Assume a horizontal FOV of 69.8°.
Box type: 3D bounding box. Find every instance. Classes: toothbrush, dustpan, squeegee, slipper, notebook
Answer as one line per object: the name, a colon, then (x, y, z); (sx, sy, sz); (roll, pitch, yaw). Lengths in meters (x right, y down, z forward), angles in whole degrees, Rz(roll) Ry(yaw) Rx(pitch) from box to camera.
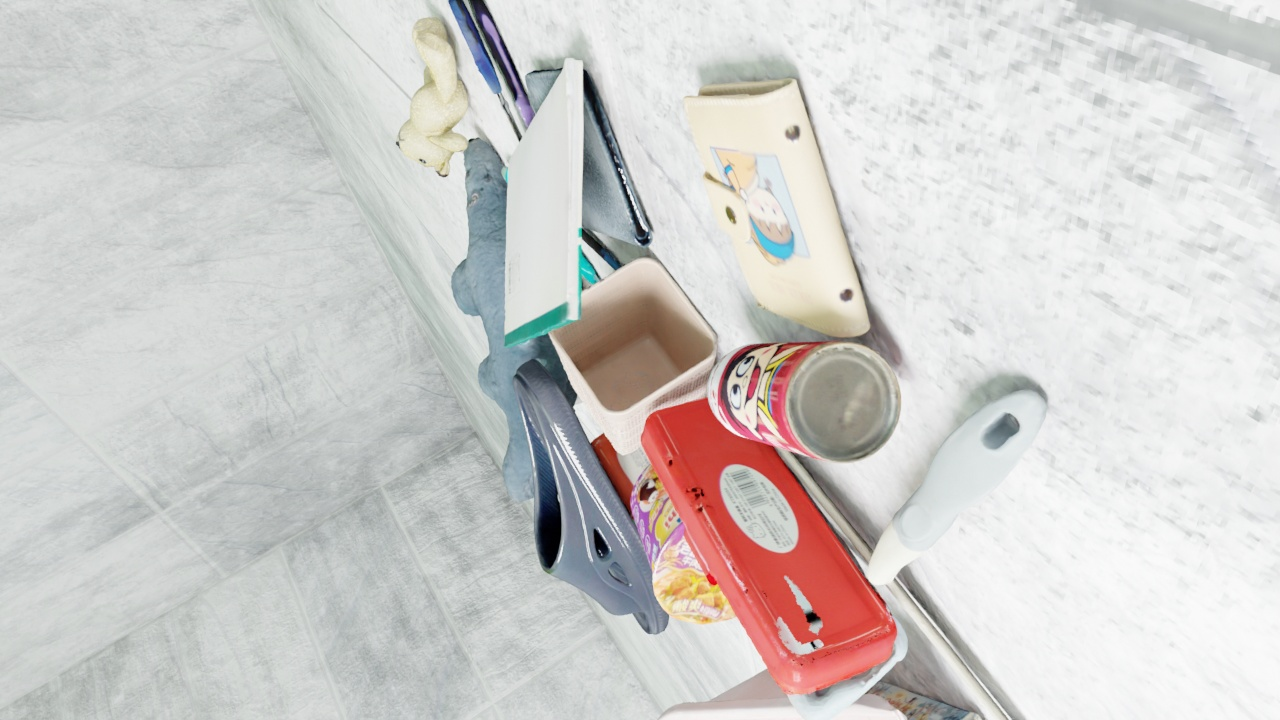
toothbrush: (-0.108, -0.234, 0.666); (0.189, 0.014, 0.017); (65, 172, -23)
dustpan: (0.112, 0.329, 0.622); (0.222, 0.138, 0.274); (61, 168, 0)
squeegee: (0.132, 0.080, 0.433); (0.246, 0.039, 0.247); (53, 164, 23)
slipper: (-0.061, 0.128, 0.774); (0.268, 0.083, 0.111); (67, 166, -21)
notebook: (-0.069, -0.090, 0.611); (0.209, 0.012, 0.150); (169, 102, -72)
toothbrush: (-0.056, -0.108, 0.742); (0.189, 0.016, 0.014); (47, 175, 37)

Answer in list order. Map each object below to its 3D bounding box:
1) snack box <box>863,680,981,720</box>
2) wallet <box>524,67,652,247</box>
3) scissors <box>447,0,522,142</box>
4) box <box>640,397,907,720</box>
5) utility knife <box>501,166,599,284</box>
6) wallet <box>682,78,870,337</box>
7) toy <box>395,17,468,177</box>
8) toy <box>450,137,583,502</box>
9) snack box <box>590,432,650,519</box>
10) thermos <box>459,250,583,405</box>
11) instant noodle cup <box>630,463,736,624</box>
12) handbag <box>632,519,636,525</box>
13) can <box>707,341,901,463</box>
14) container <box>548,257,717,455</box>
snack box: (0.213, 0.309, 0.608); (0.178, 0.045, 0.183); (59, 167, 5)
wallet: (-0.035, -0.137, 0.612); (0.097, 0.019, 0.121); (29, 146, 60)
scissors: (-0.106, -0.200, 0.699); (0.128, 0.012, 0.173); (-108, -6, -81)
box: (0.074, 0.119, 0.566); (0.092, 0.094, 0.201); (96, 152, -43)
utility knife: (-0.077, -0.117, 0.802); (0.161, 0.013, 0.029); (51, 167, 19)
wallet: (0.059, -0.069, 0.416); (0.087, 0.024, 0.115); (24, 144, 58)
toy: (-0.188, -0.236, 0.828); (0.105, 0.066, 0.158); (63, 155, 23)
toy: (-0.111, -0.035, 0.857); (0.138, 0.091, 0.356); (-1, 100, 49)
snack box: (0.004, 0.088, 0.801); (0.091, 0.080, 0.082); (58, 165, 7)
thermos: (-0.113, -0.042, 0.969); (0.224, 0.073, 0.073); (49, 163, 34)
instant noodle cup: (0.045, 0.125, 0.699); (0.099, 0.111, 0.112); (53, 167, 56)
handbag: (0.001, 0.144, 0.971); (0.131, 0.068, 0.120); (46, 168, 40)
can: (0.074, 0.017, 0.456); (0.053, 0.053, 0.133); (61, 170, -6)
container: (-0.004, 0.004, 0.648); (0.090, 0.090, 0.111); (54, 168, 21)
